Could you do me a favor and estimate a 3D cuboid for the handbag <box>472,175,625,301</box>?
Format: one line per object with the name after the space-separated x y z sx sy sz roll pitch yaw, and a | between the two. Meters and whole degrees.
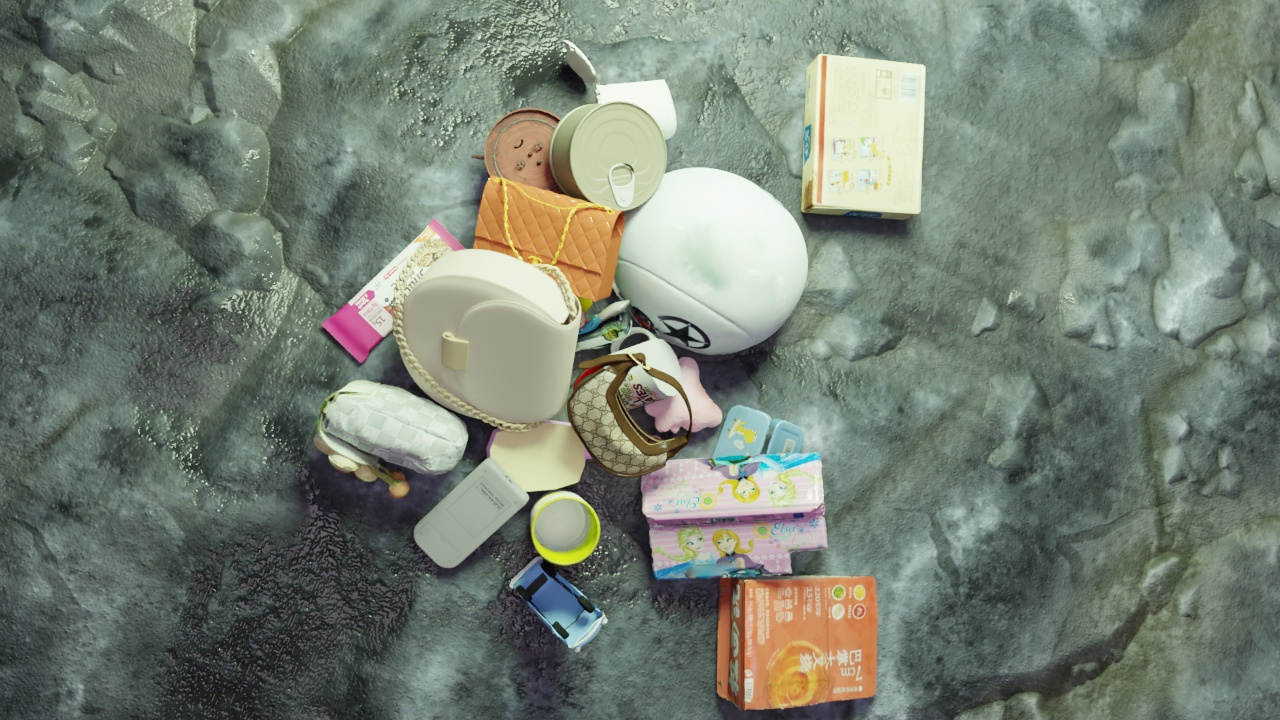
-0.113 -0.147 1.092 0.172 0.060 0.109 18 108 17 | handbag

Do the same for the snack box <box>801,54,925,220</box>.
0.302 -0.300 1.249 0.153 0.055 0.207 3 88 -9 | snack box

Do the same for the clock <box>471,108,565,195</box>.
-0.129 -0.243 1.173 0.157 0.072 0.120 43 83 -4 | clock

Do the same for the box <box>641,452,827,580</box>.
0.117 0.196 1.157 0.231 0.066 0.158 -5 78 11 | box

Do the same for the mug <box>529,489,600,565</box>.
-0.097 0.206 1.144 0.082 0.106 0.082 0 87 -9 | mug

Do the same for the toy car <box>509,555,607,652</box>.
-0.100 0.301 1.131 0.056 0.153 0.055 -43 131 -17 | toy car

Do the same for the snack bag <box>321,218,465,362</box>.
-0.309 -0.090 1.168 0.196 0.016 0.070 -45 96 -8 | snack bag

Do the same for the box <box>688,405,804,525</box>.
0.140 0.171 1.212 0.120 0.049 0.209 21 84 -9 | box

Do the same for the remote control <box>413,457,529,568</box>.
-0.215 0.194 1.148 0.151 0.019 0.074 -43 94 14 | remote control

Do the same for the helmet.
0.088 -0.134 1.157 0.264 0.164 0.236 36 82 -5 | helmet

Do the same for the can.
-0.041 -0.248 1.114 0.127 0.073 0.128 -7 106 -27 | can

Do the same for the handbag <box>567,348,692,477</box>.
-0.011 0.060 1.114 0.138 0.063 0.166 -23 114 15 | handbag

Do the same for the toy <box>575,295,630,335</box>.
-0.092 -0.087 1.157 0.131 0.097 0.124 -35 55 -23 | toy

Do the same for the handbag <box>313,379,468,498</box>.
-0.303 0.099 1.118 0.171 0.112 0.123 22 94 -8 | handbag

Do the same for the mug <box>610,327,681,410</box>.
-0.007 0.007 1.167 0.090 0.073 0.105 -19 63 31 | mug

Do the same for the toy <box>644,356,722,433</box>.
0.054 0.057 1.201 0.093 0.050 0.102 -32 96 -12 | toy

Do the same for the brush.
-0.082 0.119 1.182 0.228 0.043 0.089 -4 88 -9 | brush

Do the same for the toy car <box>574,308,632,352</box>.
-0.060 -0.036 1.181 0.105 0.048 0.033 -14 132 11 | toy car

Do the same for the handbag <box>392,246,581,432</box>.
-0.180 -0.029 1.102 0.208 0.103 0.211 15 129 4 | handbag

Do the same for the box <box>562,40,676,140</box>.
-0.028 -0.351 1.191 0.136 0.083 0.144 -10 95 -8 | box

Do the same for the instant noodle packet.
0.219 0.367 1.210 0.220 0.084 0.164 3 83 -17 | instant noodle packet
